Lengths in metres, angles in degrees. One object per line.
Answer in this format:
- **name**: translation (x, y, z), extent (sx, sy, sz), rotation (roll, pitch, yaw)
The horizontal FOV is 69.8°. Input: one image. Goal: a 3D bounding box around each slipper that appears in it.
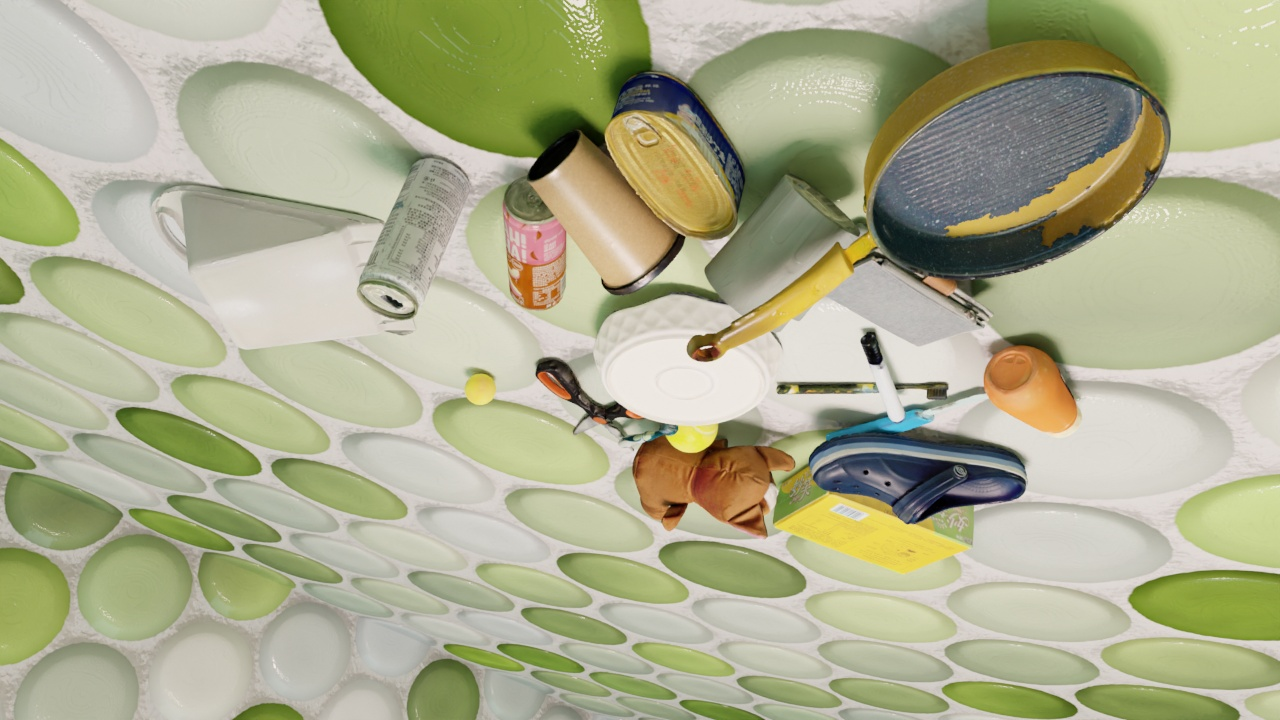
- **slipper**: translation (0.318, 0.147, 1.058), extent (0.253, 0.095, 0.105), rotation (4, 145, -2)

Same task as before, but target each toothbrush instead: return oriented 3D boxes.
- **toothbrush**: translation (0.238, 0.034, 1.000), extent (0.186, 0.017, 0.012), rotation (-1, 163, 25)
- **toothbrush**: translation (0.004, 0.093, 1.140), extent (0.018, 0.016, 0.192), rotation (18, 164, -18)

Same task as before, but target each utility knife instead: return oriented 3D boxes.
- **utility knife**: translation (0.296, 0.068, 1.031), extent (0.034, 0.018, 0.224), rotation (21, 151, -31)

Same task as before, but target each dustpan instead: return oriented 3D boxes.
- **dustpan**: translation (-0.413, -0.120, 1.047), extent (0.257, 0.142, 0.223), rotation (-13, 152, -10)

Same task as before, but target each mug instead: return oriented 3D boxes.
- **mug**: translation (0.129, -0.085, 0.762), extent (0.123, 0.083, 0.104), rotation (10, 127, -47)

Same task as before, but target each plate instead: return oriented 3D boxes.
- **plate**: translation (0.048, 0.009, 0.989), extent (0.205, 0.045, 0.205), rotation (4, 146, 2)

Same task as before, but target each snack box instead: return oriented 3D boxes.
- **snack box**: translation (0.303, 0.202, 1.202), extent (0.210, 0.069, 0.158), rotation (21, 150, -10)

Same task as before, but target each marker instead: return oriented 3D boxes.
- **marker**: translation (0.252, 0.019, 0.948), extent (0.018, 0.022, 0.131), rotation (6, 144, 37)

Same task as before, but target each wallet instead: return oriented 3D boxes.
- **wallet**: translation (0.236, -0.060, 0.824), extent (0.129, 0.037, 0.107), rotation (27, 159, -18)

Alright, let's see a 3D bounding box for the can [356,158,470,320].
- **can**: translation (-0.203, -0.111, 0.826), extent (0.058, 0.146, 0.058), rotation (11, 151, 6)

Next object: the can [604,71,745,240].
- **can**: translation (0.031, -0.160, 0.733), extent (0.075, 0.049, 0.148), rotation (-9, 143, 35)

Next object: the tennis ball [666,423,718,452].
- **tennis ball**: translation (0.061, 0.079, 1.109), extent (0.065, 0.065, 0.066), rotation (11, 150, 6)

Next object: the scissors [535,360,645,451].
- **scissors**: translation (-0.052, 0.059, 1.178), extent (0.232, 0.021, 0.221), rotation (37, 149, -31)

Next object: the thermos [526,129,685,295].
- **thermos**: translation (-0.028, -0.125, 0.791), extent (0.093, 0.092, 0.143), rotation (-16, 130, 42)

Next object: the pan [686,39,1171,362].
- **pan**: translation (0.188, -0.091, 0.661), extent (0.358, 0.078, 0.197), rotation (-21, 142, 25)

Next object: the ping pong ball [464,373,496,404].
- **ping pong ball**: translation (-0.207, 0.037, 1.186), extent (0.040, 0.040, 0.040), rotation (11, 150, 6)

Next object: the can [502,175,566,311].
- **can**: translation (-0.099, -0.108, 0.874), extent (0.058, 0.057, 0.147), rotation (14, 150, 3)

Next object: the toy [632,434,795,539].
- **toy**: translation (0.089, 0.156, 1.151), extent (0.200, 0.140, 0.130), rotation (2, 151, 35)

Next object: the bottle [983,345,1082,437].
- **bottle**: translation (0.394, 0.039, 0.900), extent (0.067, 0.066, 0.149), rotation (-14, 147, 41)
